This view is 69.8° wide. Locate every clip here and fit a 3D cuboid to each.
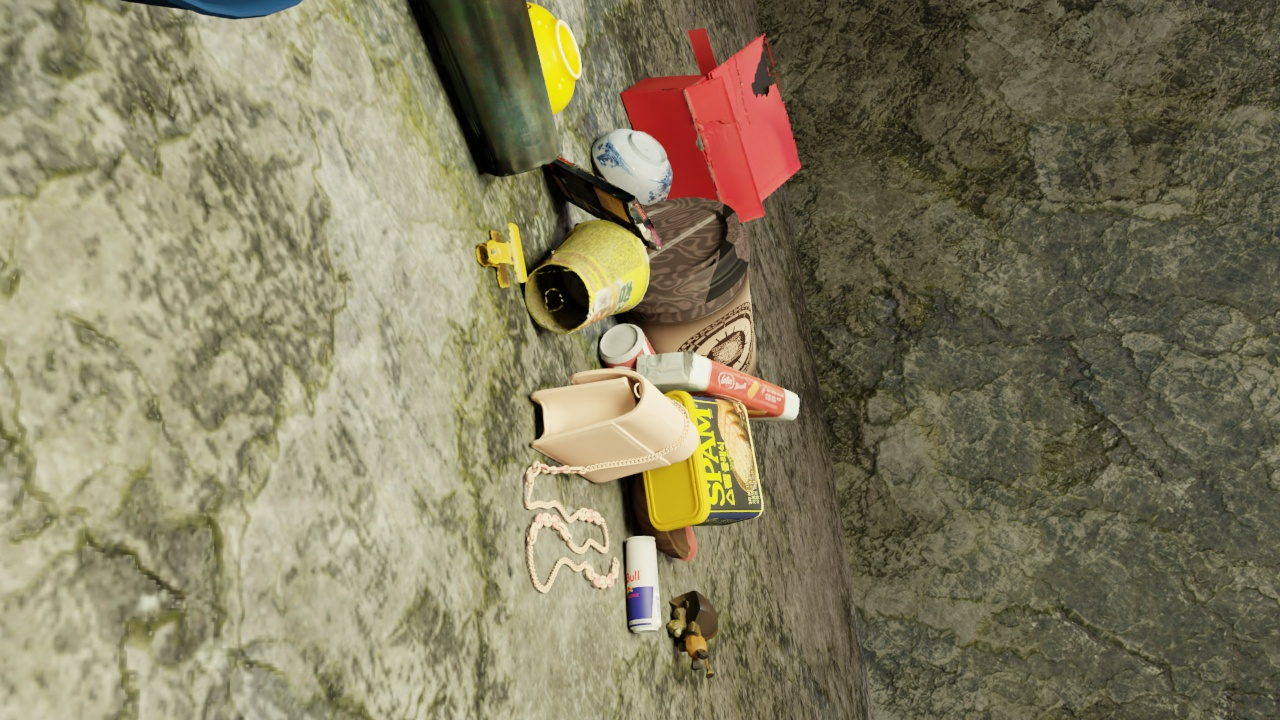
[{"bbox_3d":[-0.117,-0.091,0.782,0.049,0.045,0.054,150,-69,-82],"label":"clip"}]

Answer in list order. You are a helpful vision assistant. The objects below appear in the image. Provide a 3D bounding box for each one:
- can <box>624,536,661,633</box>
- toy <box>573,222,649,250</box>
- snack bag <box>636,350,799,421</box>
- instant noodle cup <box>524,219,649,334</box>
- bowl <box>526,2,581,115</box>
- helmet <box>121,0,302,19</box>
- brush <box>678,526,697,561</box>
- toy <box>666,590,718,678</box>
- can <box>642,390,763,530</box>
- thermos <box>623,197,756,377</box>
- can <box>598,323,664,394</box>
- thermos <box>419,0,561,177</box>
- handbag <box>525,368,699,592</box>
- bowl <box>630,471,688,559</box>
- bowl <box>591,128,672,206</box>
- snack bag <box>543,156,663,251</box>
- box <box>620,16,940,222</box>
[{"bbox_3d":[0.002,0.230,0.943,0.032,0.032,0.095,45,37,-61],"label":"can"},{"bbox_3d":[-0.020,-0.131,0.996,0.090,0.103,0.071,-64,139,-53],"label":"toy"},{"bbox_3d":[0.092,0.033,1.036,0.225,0.078,0.041,18,73,-49],"label":"snack bag"},{"bbox_3d":[-0.054,-0.075,0.870,0.108,0.102,0.102,-46,123,-59],"label":"instant noodle cup"},{"bbox_3d":[-0.100,-0.297,0.903,0.117,0.068,0.117,-11,90,-73],"label":"bowl"},{"bbox_3d":[-0.199,-0.253,0.274,0.232,0.223,0.272,55,56,-82],"label":"helmet"},{"bbox_3d":[0.034,0.152,1.086,0.030,0.041,0.172,163,-85,-67],"label":"brush"},{"bbox_3d":[0.062,0.312,1.037,0.100,0.062,0.076,-104,-154,-48],"label":"toy"},{"bbox_3d":[0.063,0.106,0.961,0.104,0.075,0.135,9,66,-45],"label":"can"},{"bbox_3d":[0.060,-0.058,1.112,0.172,0.173,0.226,-83,161,-46],"label":"thermos"},{"bbox_3d":[-0.006,0.006,1.028,0.096,0.054,0.054,59,26,-48],"label":"can"},{"bbox_3d":[-0.129,-0.267,0.757,0.098,0.098,0.221,-71,150,-59],"label":"thermos"},{"bbox_3d":[-0.010,0.117,0.833,0.198,0.117,0.187,44,38,-61],"label":"handbag"},{"bbox_3d":[0.016,0.166,1.011,0.119,0.032,0.119,-21,89,-81],"label":"bowl"},{"bbox_3d":[-0.001,-0.246,1.127,0.114,0.045,0.114,26,41,-25],"label":"bowl"},{"bbox_3d":[-0.042,-0.162,0.923,0.018,0.155,0.074,-47,141,-10],"label":"snack bag"},{"bbox_3d":[0.180,-0.308,1.249,0.212,0.411,0.107,67,33,-30],"label":"box"}]
